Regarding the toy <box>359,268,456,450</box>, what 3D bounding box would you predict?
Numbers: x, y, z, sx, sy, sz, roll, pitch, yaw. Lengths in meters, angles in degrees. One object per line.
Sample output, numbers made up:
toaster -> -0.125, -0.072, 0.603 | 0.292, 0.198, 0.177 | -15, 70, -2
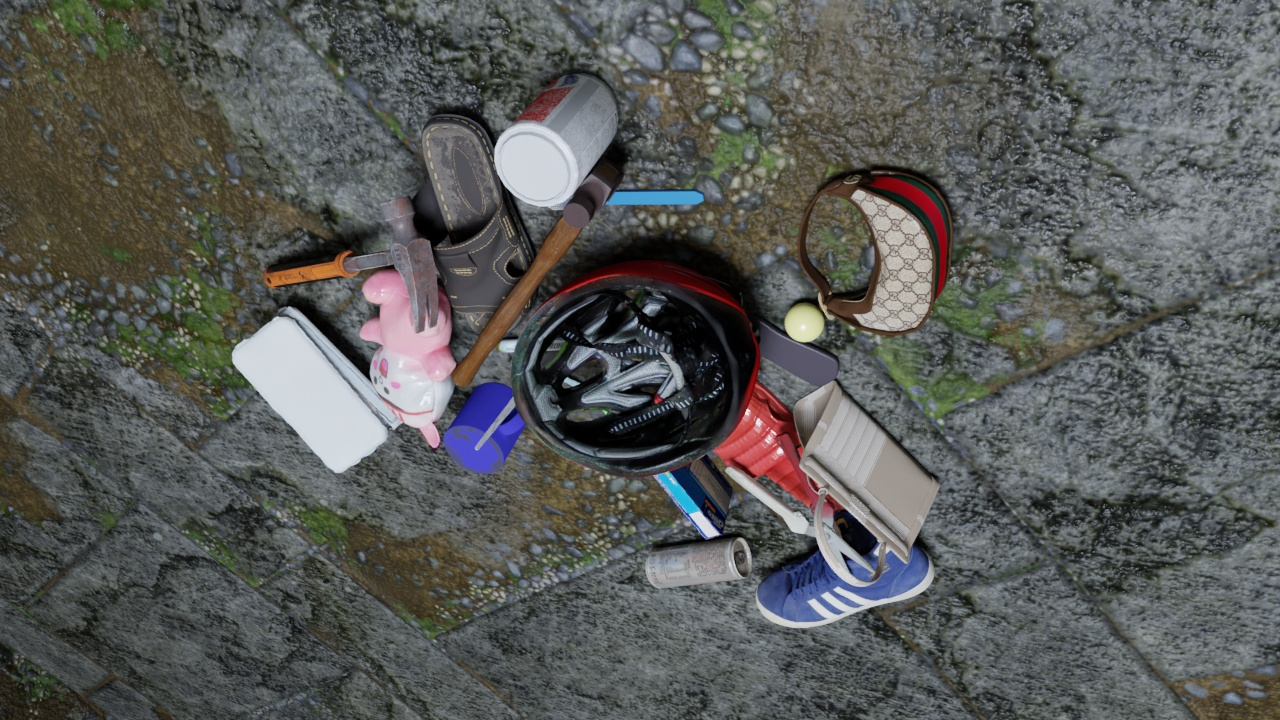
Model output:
toy -> -0.272, -0.003, 1.102 | 0.142, 0.084, 0.214 | 33, 132, 28

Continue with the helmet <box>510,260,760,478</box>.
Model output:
helmet -> -0.006, 0.005, 0.950 | 0.273, 0.166, 0.217 | -19, 104, 24

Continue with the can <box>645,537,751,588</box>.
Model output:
can -> 0.075, 0.267, 1.209 | 0.136, 0.054, 0.054 | -15, 120, 30

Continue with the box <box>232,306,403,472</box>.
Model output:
box -> -0.415, 0.043, 1.155 | 0.215, 0.124, 0.107 | 49, 153, -19

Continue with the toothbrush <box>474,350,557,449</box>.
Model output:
toothbrush -> -0.139, 0.043, 1.025 | 0.010, 0.181, 0.010 | 36, 134, -3

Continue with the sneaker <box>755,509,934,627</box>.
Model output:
sneaker -> 0.218, 0.248, 1.100 | 0.234, 0.091, 0.118 | -18, 135, 30

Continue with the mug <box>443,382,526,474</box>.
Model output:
mug -> -0.179, 0.079, 1.135 | 0.111, 0.083, 0.079 | -22, 117, 34

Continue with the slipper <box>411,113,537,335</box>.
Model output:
slipper -> -0.181, -0.128, 0.974 | 0.113, 0.075, 0.268 | 7, 129, 17

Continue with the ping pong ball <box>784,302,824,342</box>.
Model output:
ping pong ball -> 0.167, -0.039, 0.934 | 0.040, 0.040, 0.040 | 11, 130, 13

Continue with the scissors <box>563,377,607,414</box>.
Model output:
scissors -> -0.055, 0.037, 1.104 | 0.171, 0.023, 0.168 | 30, 137, -6

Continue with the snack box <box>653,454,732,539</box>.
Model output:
snack box -> 0.055, 0.134, 1.090 | 0.027, 0.082, 0.150 | -23, 116, 32

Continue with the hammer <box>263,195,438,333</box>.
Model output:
hammer -> -0.333, -0.094, 1.030 | 0.315, 0.034, 0.138 | -1, 109, 43

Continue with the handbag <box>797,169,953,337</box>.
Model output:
handbag -> 0.217, -0.097, 0.865 | 0.138, 0.063, 0.167 | 17, 137, 30

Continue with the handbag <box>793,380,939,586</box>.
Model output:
handbag -> 0.227, 0.148, 0.956 | 0.175, 0.197, 0.062 | 42, 130, -14

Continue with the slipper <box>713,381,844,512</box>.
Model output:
slipper -> 0.147, 0.106, 1.047 | 0.248, 0.059, 0.104 | 40, 130, -14

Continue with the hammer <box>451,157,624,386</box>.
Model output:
hammer -> -0.115, -0.078, 0.935 | 0.033, 0.115, 0.324 | 36, 127, -8

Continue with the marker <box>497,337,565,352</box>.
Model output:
marker -> -0.101, -0.019, 1.071 | 0.147, 0.017, 0.017 | -2, 126, 23

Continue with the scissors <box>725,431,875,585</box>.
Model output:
scissors -> 0.178, 0.160, 1.011 | 0.179, 0.015, 0.188 | 11, 118, 21

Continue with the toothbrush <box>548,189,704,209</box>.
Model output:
toothbrush -> -0.018, -0.162, 0.924 | 0.167, 0.014, 0.016 | 3, 128, 18

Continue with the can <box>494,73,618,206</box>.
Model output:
can -> -0.072, -0.203, 0.830 | 0.078, 0.135, 0.078 | 11, 130, 13

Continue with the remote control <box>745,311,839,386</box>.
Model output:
remote control -> 0.154, -0.011, 0.982 | 0.124, 0.009, 0.047 | 27, 132, -1
